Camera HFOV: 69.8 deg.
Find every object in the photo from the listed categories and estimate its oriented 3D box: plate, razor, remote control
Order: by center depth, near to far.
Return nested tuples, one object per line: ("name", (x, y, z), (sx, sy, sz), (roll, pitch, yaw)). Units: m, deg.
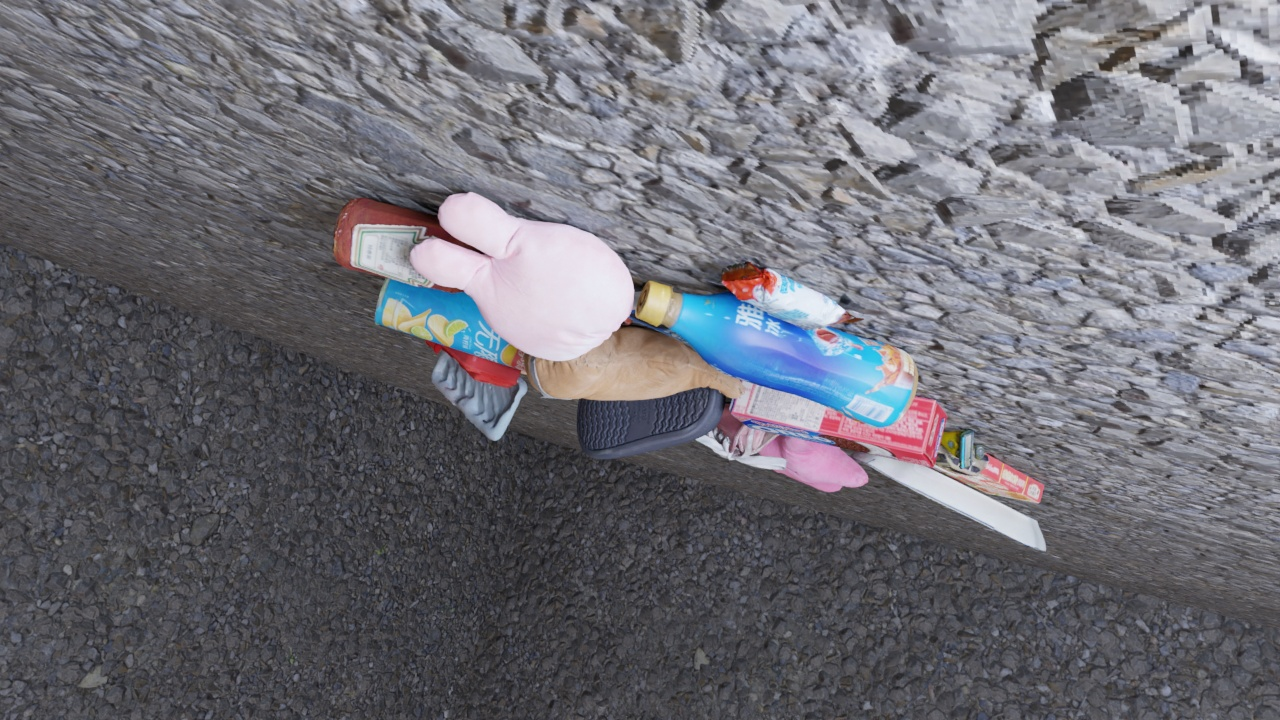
("remote control", (0.036, -0.032, 0.802), (0.124, 0.024, 0.049), (22, 170, -34))
("razor", (0.292, 0.079, 0.988), (0.133, 0.043, 0.028), (12, -149, 39))
("plate", (0.399, 0.170, 1.182), (0.266, 0.034, 0.162), (26, -178, 0))

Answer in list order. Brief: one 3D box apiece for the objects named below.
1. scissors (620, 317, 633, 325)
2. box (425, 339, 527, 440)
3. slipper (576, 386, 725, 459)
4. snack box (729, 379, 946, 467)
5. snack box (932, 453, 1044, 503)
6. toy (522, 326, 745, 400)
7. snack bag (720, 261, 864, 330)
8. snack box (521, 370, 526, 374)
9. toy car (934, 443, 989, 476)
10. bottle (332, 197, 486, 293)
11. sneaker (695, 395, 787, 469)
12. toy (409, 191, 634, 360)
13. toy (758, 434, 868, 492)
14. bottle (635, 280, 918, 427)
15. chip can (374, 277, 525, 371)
("scissors", (-0.105, -0.070, 0.862), (0.189, 0.015, 0.225), (21, 171, -26))
("box", (-0.223, 0.009, 1.105), (0.094, 0.100, 0.201), (22, -173, -39))
("slipper", (0.019, 0.066, 1.098), (0.083, 0.110, 0.269), (17, 161, -36))
("snack box", (0.196, 0.054, 0.925), (0.208, 0.058, 0.057), (11, 166, 33))
("snack box", (0.421, 0.139, 1.121), (0.152, 0.025, 0.075), (24, 169, -38))
("toy", (-0.005, 0.005, 0.920), (0.225, 0.082, 0.143), (4, -173, -27))
("snack bag", (0.103, -0.041, 0.629), (0.105, 0.026, 0.045), (22, 161, -32))
("snack box", (-0.116, -0.006, 1.115), (0.084, 0.026, 0.157), (10, 166, 5))
("toy car", (0.342, 0.102, 1.018), (0.090, 0.035, 0.042), (23, 167, -20))
("bottle", (-0.137, -0.080, 0.731), (0.206, 0.059, 0.060), (13, 171, -2))
("sneaker", (0.115, 0.077, 1.105), (0.118, 0.087, 0.241), (20, 169, -19))
("toy", (-0.085, -0.061, 0.674), (0.159, 0.054, 0.122), (31, 128, -21))
("toy", (0.222, 0.128, 1.211), (0.178, 0.074, 0.195), (39, 171, -30))
("bottle", (0.101, -0.010, 0.694), (0.218, 0.065, 0.065), (19, 171, -13))
("chip can", (-0.172, -0.039, 0.985), (0.210, 0.071, 0.071), (18, 171, -7))
